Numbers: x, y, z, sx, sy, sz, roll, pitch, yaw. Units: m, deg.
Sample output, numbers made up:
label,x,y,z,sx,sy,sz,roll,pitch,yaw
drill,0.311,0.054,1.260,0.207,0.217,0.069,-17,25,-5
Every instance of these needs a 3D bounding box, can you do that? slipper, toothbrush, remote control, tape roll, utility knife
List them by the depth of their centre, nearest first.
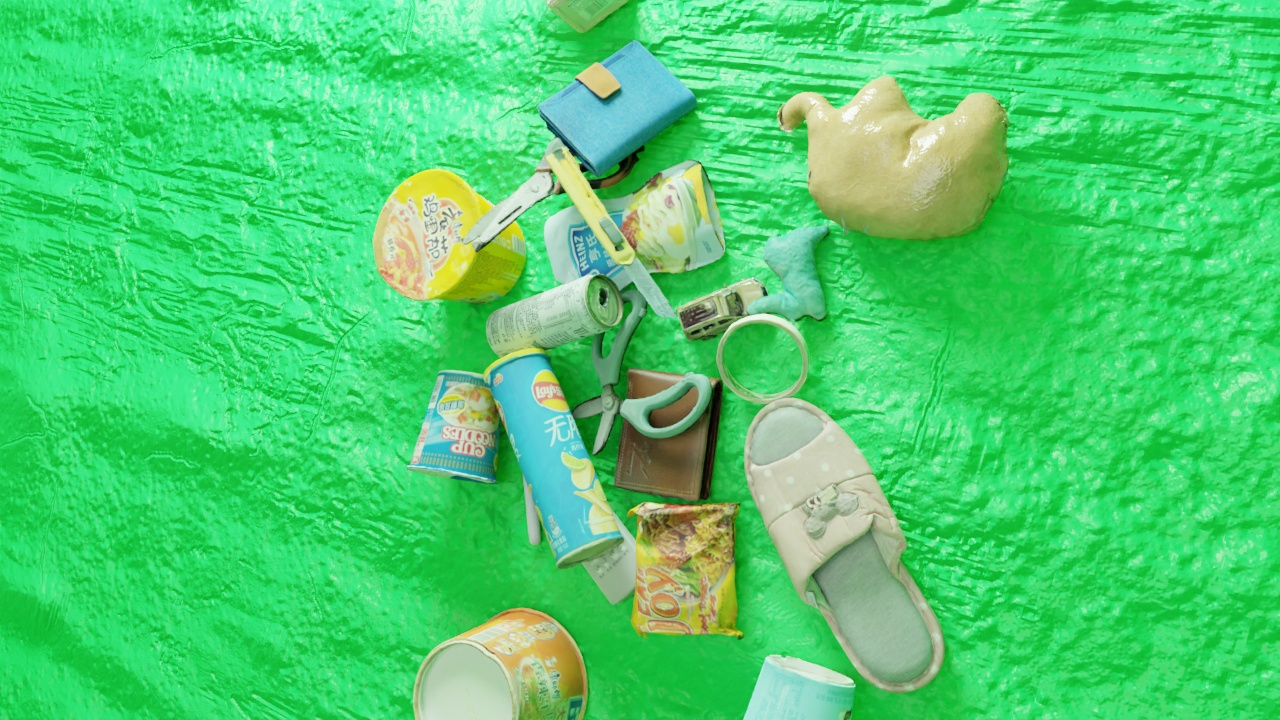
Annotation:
label,x,y,z,sx,sy,sz,roll,pitch,yaw
slipper,0.173,0.158,0.805,0.114,0.054,0.274,-31,72,19
tape roll,0.114,-0.001,0.854,0.086,0.013,0.086,7,114,16
utility knife,-0.032,-0.129,0.909,0.030,0.022,0.219,-31,88,-23
remote control,-0.049,0.172,0.929,0.058,0.021,0.150,-46,68,14
toothbrush,-0.124,0.101,0.975,0.021,0.029,0.189,-6,80,-13

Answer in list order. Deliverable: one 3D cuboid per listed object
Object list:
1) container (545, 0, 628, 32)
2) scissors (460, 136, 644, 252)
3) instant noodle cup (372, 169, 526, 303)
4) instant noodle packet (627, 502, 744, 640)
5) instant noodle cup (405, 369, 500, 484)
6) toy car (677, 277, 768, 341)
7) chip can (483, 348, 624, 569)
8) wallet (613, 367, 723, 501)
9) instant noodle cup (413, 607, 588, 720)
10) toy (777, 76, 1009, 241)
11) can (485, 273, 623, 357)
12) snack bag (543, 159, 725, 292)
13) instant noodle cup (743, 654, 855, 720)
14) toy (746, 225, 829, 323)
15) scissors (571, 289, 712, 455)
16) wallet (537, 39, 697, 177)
label,x,y,z,sx,sy,sz,roll,pitch,yaw
container,-0.070,-0.424,0.976,0.090,0.089,0.111,-29,75,20
scissors,-0.084,-0.173,0.929,0.193,0.015,0.206,6,63,-2
instant noodle cup,-0.197,-0.123,0.987,0.138,0.109,0.138,-3,83,25
instant noodle packet,0.041,0.198,0.863,0.111,0.044,0.128,-2,84,15
instant noodle cup,-0.190,0.070,0.974,0.099,0.099,0.109,3,78,26
toy car,0.080,-0.050,0.887,0.091,0.035,0.042,-20,77,19
chip can,-0.088,0.095,0.907,0.071,0.071,0.210,-31,69,19
wallet,0.025,0.072,0.900,0.101,0.032,0.124,4,82,30
instant noodle cup,-0.143,0.327,0.905,0.152,0.111,0.151,-3,82,25
toy,0.210,-0.180,0.820,0.226,0.082,0.143,21,88,29
can,-0.090,-0.042,0.937,0.147,0.058,0.058,-16,76,37
snack bag,-0.011,-0.126,0.940,0.191,0.038,0.110,-17,88,24
instant noodle cup,0.131,0.321,0.783,0.111,0.111,0.120,12,83,26
toy,0.141,-0.076,0.857,0.096,0.030,0.092,-15,80,0
scissors,-0.005,0.006,0.904,0.171,0.019,0.179,-15,70,35
wallet,-0.024,-0.259,0.937,0.133,0.040,0.106,-37,68,-11
